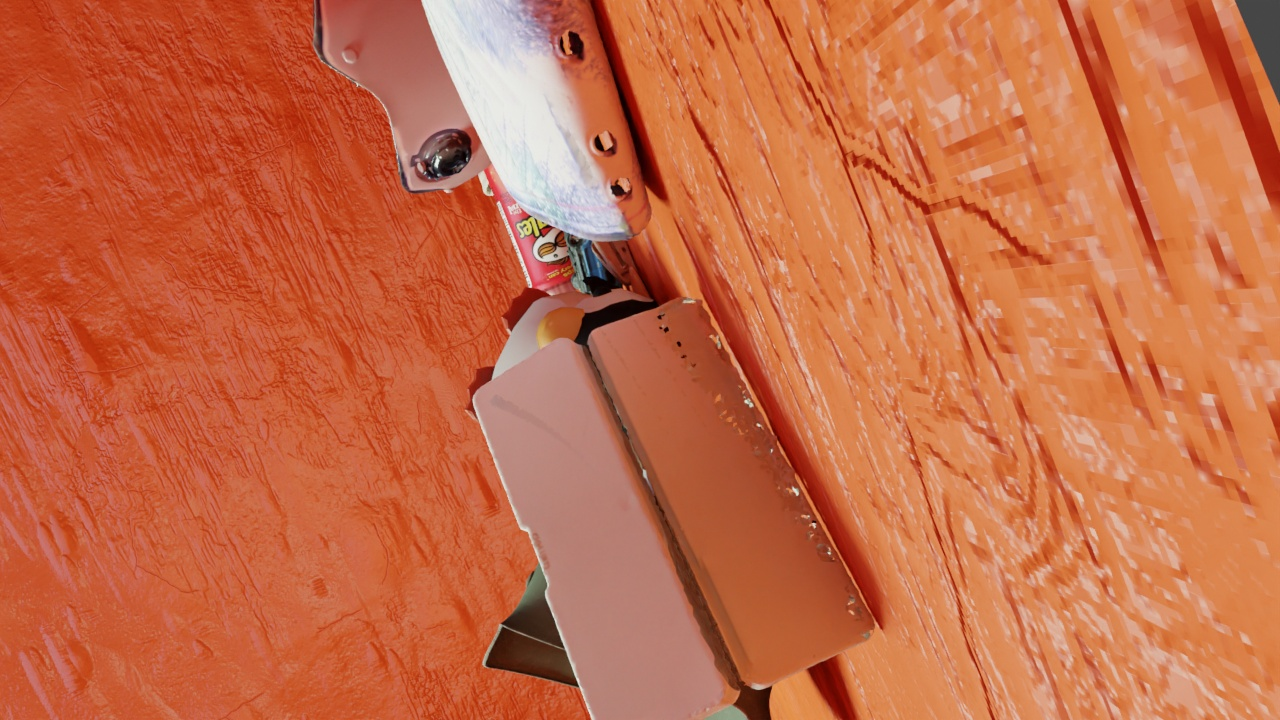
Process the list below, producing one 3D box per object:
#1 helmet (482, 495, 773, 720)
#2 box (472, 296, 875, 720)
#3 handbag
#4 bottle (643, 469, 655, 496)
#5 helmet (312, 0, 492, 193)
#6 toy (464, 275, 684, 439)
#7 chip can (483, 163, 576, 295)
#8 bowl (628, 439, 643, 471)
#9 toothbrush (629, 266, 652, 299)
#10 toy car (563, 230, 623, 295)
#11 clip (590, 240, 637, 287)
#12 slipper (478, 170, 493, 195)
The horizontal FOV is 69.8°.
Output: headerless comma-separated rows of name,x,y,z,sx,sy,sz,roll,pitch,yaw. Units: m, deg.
helmet,0.013,0.179,0.659,0.268,0.227,0.153,54,-128,-64
box,0.006,0.068,0.441,0.044,0.136,0.197,64,-179,-64
handbag,-0.049,-0.150,0.491,0.126,0.069,0.159,34,150,56
bottle,0.033,0.098,0.734,0.195,0.052,0.052,66,179,-64
helmet,-0.164,-0.257,0.711,0.230,0.152,0.256,60,174,35
toy,-0.025,0.012,0.657,0.140,0.159,0.184,29,164,-19
chip can,-0.106,-0.168,0.908,0.087,0.087,0.213,-147,35,-82
bowl,-0.044,0.066,0.814,0.153,0.073,0.153,60,178,2
toothbrush,0.017,-0.012,0.713,0.021,0.017,0.135,-135,25,-69
toy car,-0.046,-0.094,0.834,0.056,0.043,0.120,-119,10,-53
clip,-0.021,-0.085,0.721,0.049,0.026,0.061,-123,9,-57
slipper,-0.137,-0.212,1.002,0.263,0.052,0.115,61,147,10
